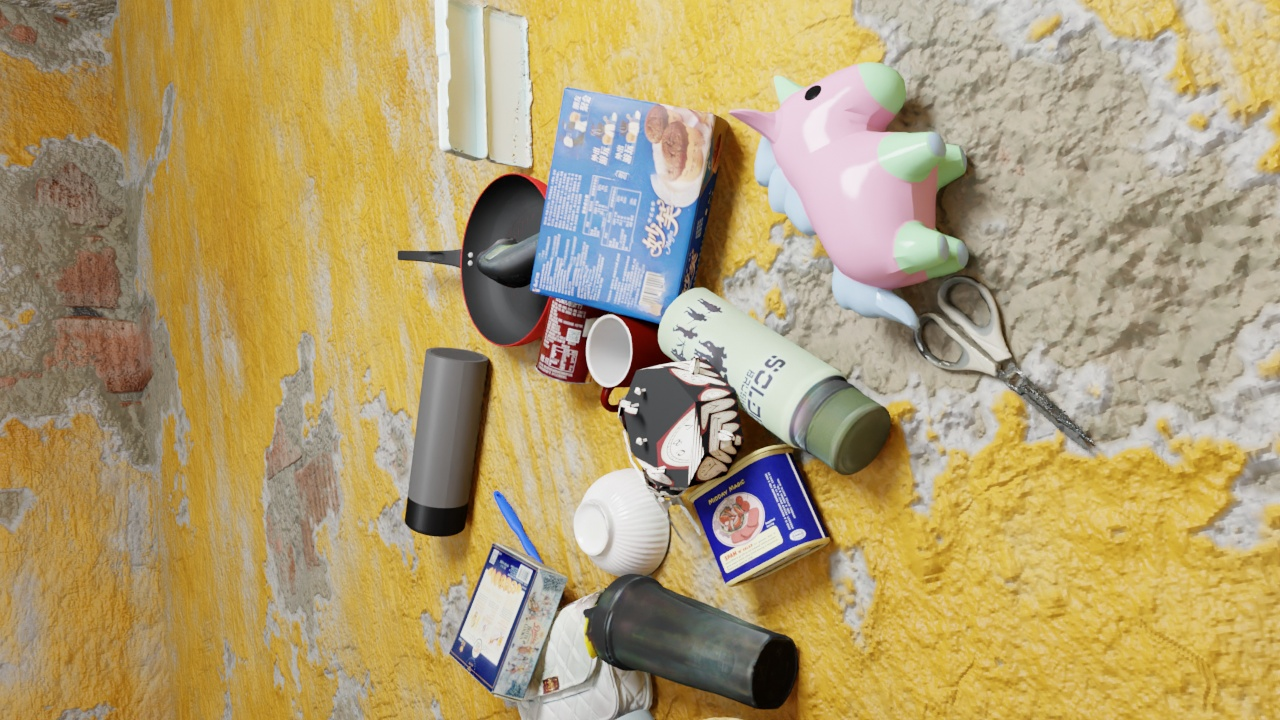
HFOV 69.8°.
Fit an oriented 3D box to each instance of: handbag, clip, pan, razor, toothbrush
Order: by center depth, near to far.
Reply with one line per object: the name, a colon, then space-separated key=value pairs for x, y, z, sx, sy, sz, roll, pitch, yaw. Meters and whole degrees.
clip: x=0.019 y=0.139 z=0.902 sx=0.050 sy=0.058 sz=0.102 roll=-40 pitch=20 yaw=-2
razor: x=-0.122 y=-0.126 z=1.028 sx=0.152 sy=0.054 sz=0.067 roll=-24 pitch=56 yaw=36
handbag: x=-0.077 y=0.345 z=1.029 sx=0.195 sy=0.072 sz=0.138 roll=-37 pitch=61 yaw=42
toothbrush: x=-0.144 y=0.231 z=1.148 sx=0.182 sy=0.016 sz=0.018 roll=50 pitch=131 yaw=36
pan: x=-0.202 y=-0.129 z=1.175 sx=0.357 sy=0.067 sz=0.209 roll=9 pitch=97 yaw=48

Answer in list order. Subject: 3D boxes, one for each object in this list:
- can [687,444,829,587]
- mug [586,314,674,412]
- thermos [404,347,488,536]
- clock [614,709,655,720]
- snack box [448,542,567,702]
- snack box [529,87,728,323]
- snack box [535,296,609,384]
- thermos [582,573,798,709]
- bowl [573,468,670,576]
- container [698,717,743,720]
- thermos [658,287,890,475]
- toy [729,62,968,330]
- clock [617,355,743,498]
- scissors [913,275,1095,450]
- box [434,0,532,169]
can: x=0.107 y=0.143 z=0.833 sx=0.117 sy=0.056 sz=0.092 roll=-41 pitch=62 yaw=41
mug: x=-0.006 y=0.005 z=0.940 sx=0.073 sy=0.082 sz=0.106 roll=35 pitch=116 yaw=43
thermos: x=-0.261 y=0.108 z=1.232 sx=0.082 sy=0.082 sz=0.240 roll=21 pitch=106 yaw=47
clock: x=-0.034 y=0.422 z=0.948 sx=0.045 sy=0.122 sz=0.160 roll=51 pitch=139 yaw=31
snack box: x=-0.156 y=0.298 z=1.065 sx=0.145 sy=0.042 sz=0.145 roll=5 pitch=72 yaw=60
snack box: x=-0.012 y=-0.152 z=0.910 sx=0.155 sy=0.069 sz=0.203 roll=15 pitch=103 yaw=16
snack box: x=-0.072 y=-0.041 z=1.026 sx=0.072 sy=0.072 sz=0.121 roll=29 pitch=112 yaw=45
thermos: x=0.040 y=0.270 z=0.883 sx=0.221 sy=0.098 sz=0.098 roll=5 pitch=94 yaw=44
bowl: x=-0.030 y=0.177 z=0.983 sx=0.118 sy=0.062 sz=0.118 roll=0 pitch=90 yaw=49
container: x=0.011 y=0.438 z=0.765 sx=0.308 sy=0.306 sz=0.196 roll=-53 pitch=45 yaw=34
thermos: x=0.115 y=0.018 z=0.812 sx=0.231 sy=0.082 sz=0.082 roll=37 pitch=117 yaw=42
toy: x=0.167 y=-0.132 z=0.733 sx=0.171 sy=0.120 sz=0.222 roll=-2 pitch=87 yaw=39
clock: x=0.020 y=0.066 z=0.831 sx=0.155 sy=0.064 sz=0.114 roll=-43 pitch=66 yaw=50
scissors: x=0.265 y=0.013 z=0.686 sx=0.121 sy=0.012 sz=0.171 roll=-34 pitch=67 yaw=47
box: x=-0.190 y=-0.337 z=1.111 sx=0.041 sy=0.134 sz=0.197 roll=-4 pitch=87 yaw=38
